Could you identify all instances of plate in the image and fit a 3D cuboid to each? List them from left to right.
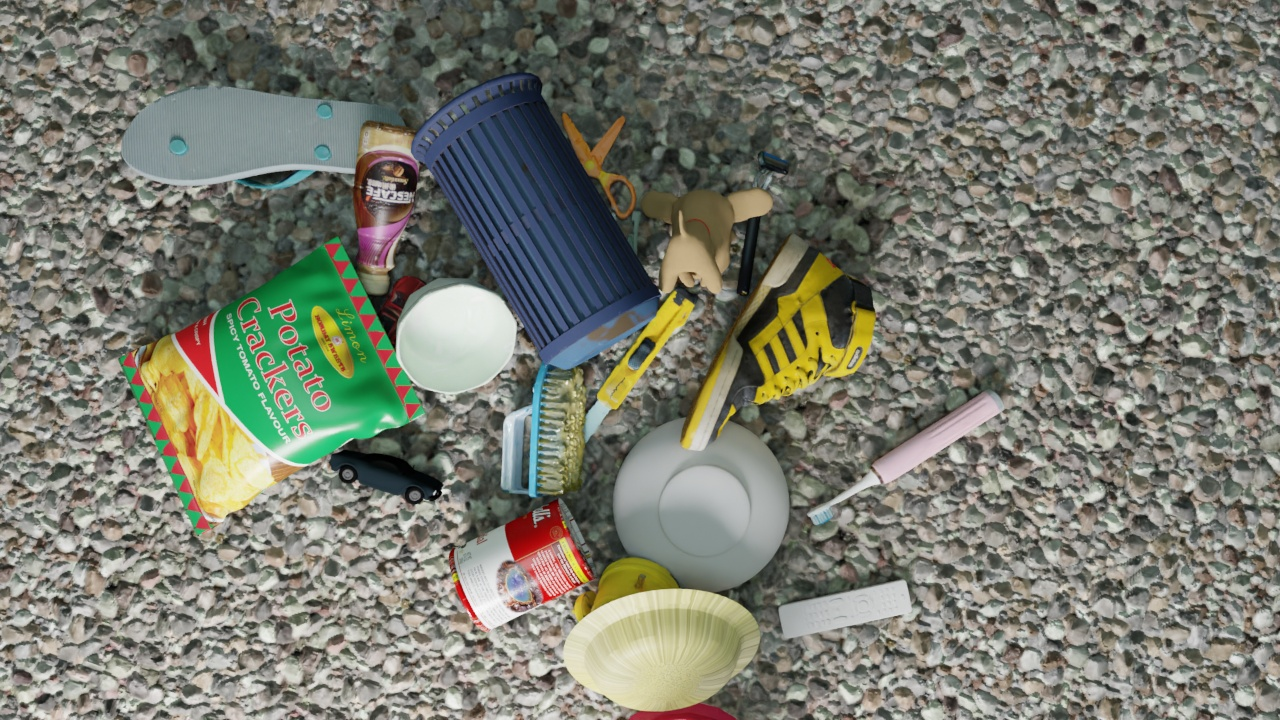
[{"bbox_3d":[0.022,0.282,0.848,0.184,0.036,0.185,-3,130,-4],"label":"plate"}]

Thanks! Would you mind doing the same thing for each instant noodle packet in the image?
[{"bbox_3d":[-0.360,0.024,0.888,0.253,0.090,0.195,-28,83,3],"label":"instant noodle packet"}]

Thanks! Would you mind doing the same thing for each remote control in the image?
[{"bbox_3d":[0.204,0.248,0.917,0.131,0.012,0.033,-12,90,0],"label":"remote control"}]

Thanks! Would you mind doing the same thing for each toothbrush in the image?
[{"bbox_3d":[0.263,0.098,0.916,0.222,0.027,0.026,-33,86,0],"label":"toothbrush"}]

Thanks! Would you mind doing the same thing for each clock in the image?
[{"bbox_3d":[-0.013,0.243,0.889,0.083,0.057,0.119,43,124,-11],"label":"clock"}]

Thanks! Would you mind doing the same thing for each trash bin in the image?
[{"bbox_3d":[-0.091,-0.123,0.862,0.139,0.139,0.249,-31,89,-1],"label":"trash bin"}]

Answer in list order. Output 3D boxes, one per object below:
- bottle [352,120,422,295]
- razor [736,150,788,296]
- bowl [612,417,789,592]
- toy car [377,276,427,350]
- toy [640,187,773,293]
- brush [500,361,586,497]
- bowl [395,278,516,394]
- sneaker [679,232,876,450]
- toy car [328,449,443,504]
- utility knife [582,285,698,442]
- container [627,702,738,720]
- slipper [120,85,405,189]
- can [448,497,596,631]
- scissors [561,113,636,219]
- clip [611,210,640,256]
[{"bbox_3d":[-0.254,-0.147,0.902,0.059,0.059,0.166,12,104,1],"label":"bottle"},{"bbox_3d":[0.116,-0.137,0.928,0.042,0.022,0.144,11,93,-39],"label":"razor"},{"bbox_3d":[0.060,0.143,0.895,0.176,0.066,0.176,0,88,0],"label":"bowl"},{"bbox_3d":[-0.244,-0.043,0.920,0.042,0.036,0.091,31,83,2],"label":"toy car"},{"bbox_3d":[0.055,-0.117,0.885,0.134,0.108,0.106,1,124,16],"label":"toy"},{"bbox_3d":[-0.097,0.065,0.906,0.075,0.055,0.136,2,88,19],"label":"brush"},{"bbox_3d":[-0.184,-0.032,0.895,0.117,0.061,0.118,-12,122,-20],"label":"bowl"},{"bbox_3d":[0.138,0.003,0.880,0.122,0.086,0.238,29,78,3],"label":"sneaker"},{"bbox_3d":[-0.250,0.112,0.908,0.112,0.046,0.034,17,93,3],"label":"toy car"},{"bbox_3d":[-0.006,0.005,0.928,0.030,0.018,0.191,36,92,10],"label":"utility knife"},{"bbox_3d":[0.042,0.429,0.805,0.183,0.226,0.183,0,88,0],"label":"container"},{"bbox_3d":[-0.371,-0.224,0.925,0.268,0.055,0.098,-5,85,-11],"label":"slipper"},{"bbox_3d":[-0.113,0.196,0.883,0.116,0.086,0.086,-26,88,-1],"label":"can"},{"bbox_3d":[-0.056,-0.193,0.934,0.128,0.011,0.125,-27,89,-1],"label":"scissors"},{"bbox_3d":[-0.008,-0.114,0.922,0.050,0.023,0.078,-18,96,3],"label":"clip"}]
